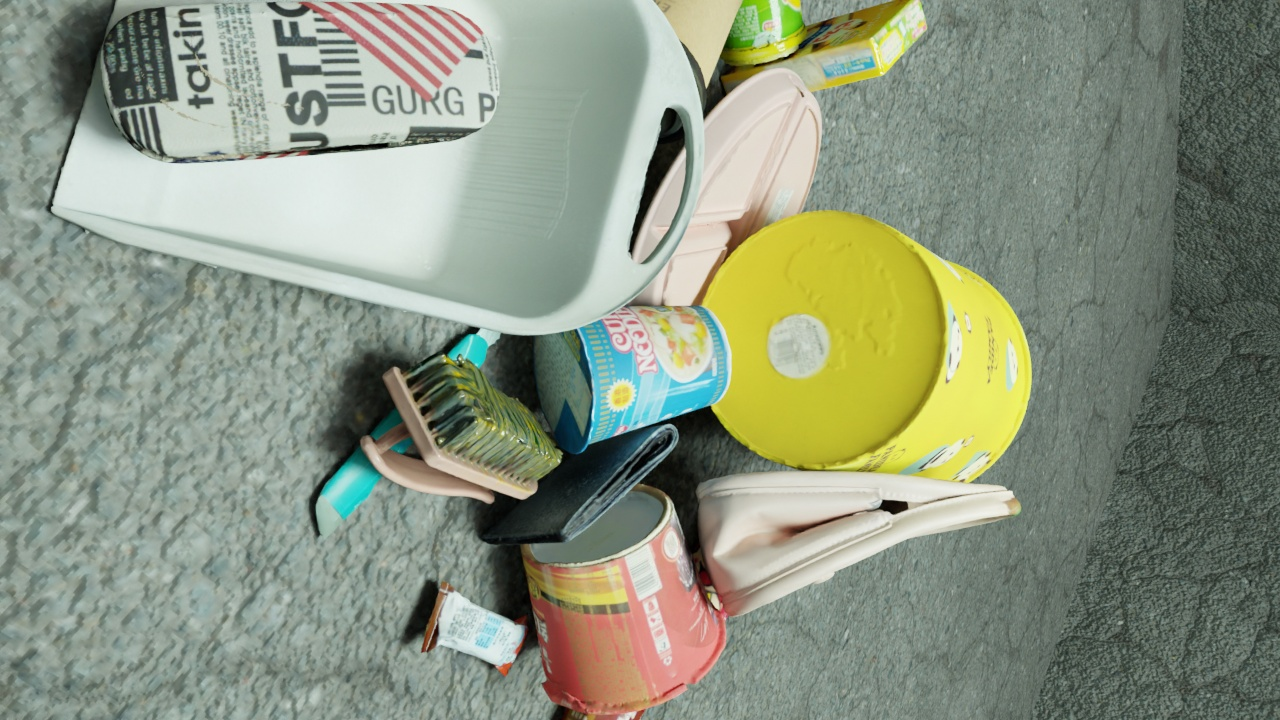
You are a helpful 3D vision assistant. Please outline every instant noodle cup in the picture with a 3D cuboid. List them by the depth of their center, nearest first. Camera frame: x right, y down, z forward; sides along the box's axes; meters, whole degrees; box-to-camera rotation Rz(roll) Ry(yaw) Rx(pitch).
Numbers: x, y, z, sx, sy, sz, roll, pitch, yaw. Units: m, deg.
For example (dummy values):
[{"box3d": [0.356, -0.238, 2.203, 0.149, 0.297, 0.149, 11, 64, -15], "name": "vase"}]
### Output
[{"box3d": [-0.004, 0.004, 0.609, 0.109, 0.099, 0.099, -10, 110, -26], "name": "instant noodle cup"}, {"box3d": [-0.016, 0.158, 0.644, 0.137, 0.138, 0.109, -33, 117, -44], "name": "instant noodle cup"}]

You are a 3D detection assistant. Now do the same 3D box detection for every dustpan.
[{"box3d": [-0.092, -0.127, 0.450, 0.257, 0.143, 0.222, 20, 84, -55], "name": "dustpan"}]

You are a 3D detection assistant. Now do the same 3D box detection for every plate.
[{"box3d": [0.069, -0.104, 0.689, 0.228, 0.028, 0.230, -45, 155, -28], "name": "plate"}]

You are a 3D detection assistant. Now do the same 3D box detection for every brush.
[{"box3d": [-0.101, 0.051, 0.544, 0.073, 0.063, 0.145, -37, 155, 4], "name": "brush"}]

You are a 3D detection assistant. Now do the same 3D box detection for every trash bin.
[{"box3d": [0.180, 0.000, 0.743, 0.255, 0.230, 0.229, 13, 89, -61], "name": "trash bin"}]

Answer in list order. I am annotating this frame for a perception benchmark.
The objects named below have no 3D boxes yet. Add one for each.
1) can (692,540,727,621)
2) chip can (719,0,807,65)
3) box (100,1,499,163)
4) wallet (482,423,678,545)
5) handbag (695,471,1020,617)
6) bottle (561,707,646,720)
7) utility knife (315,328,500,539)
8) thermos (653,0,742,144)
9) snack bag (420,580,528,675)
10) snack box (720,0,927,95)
[{"box3d": [0.069, 0.188, 0.824, 0.132, 0.053, 0.053, -58, 139, -24], "name": "can"}, {"box3d": [0.069, -0.332, 0.657, 0.072, 0.073, 0.221, -45, 133, -36], "name": "chip can"}, {"box3d": [-0.140, -0.122, 0.396, 0.164, 0.051, 0.068, -14, 78, -22], "name": "box"}, {"box3d": [-0.041, 0.085, 0.618, 0.120, 0.097, 0.019, -40, 105, -39], "name": "wallet"}, {"box3d": [0.161, 0.123, 0.685, 0.193, 0.234, 0.093, 69, 10, -75], "name": "handbag"}, {"box3d": [-0.029, 0.277, 0.718, 0.057, 0.057, 0.174, 48, 62, -48], "name": "bottle"}, {"box3d": [-0.122, 0.017, 0.556, 0.217, 0.013, 0.029, -51, 138, -28], "name": "utility knife"}, {"box3d": [0.018, -0.215, 0.616, 0.143, 0.093, 0.093, -63, 141, -31], "name": "thermos"}, {"box3d": [-0.108, 0.181, 0.611, 0.104, 0.026, 0.048, 38, 63, -50], "name": "snack bag"}, {"box3d": [0.143, -0.241, 0.723, 0.086, 0.141, 0.034, -46, 124, -35], "name": "snack box"}]
